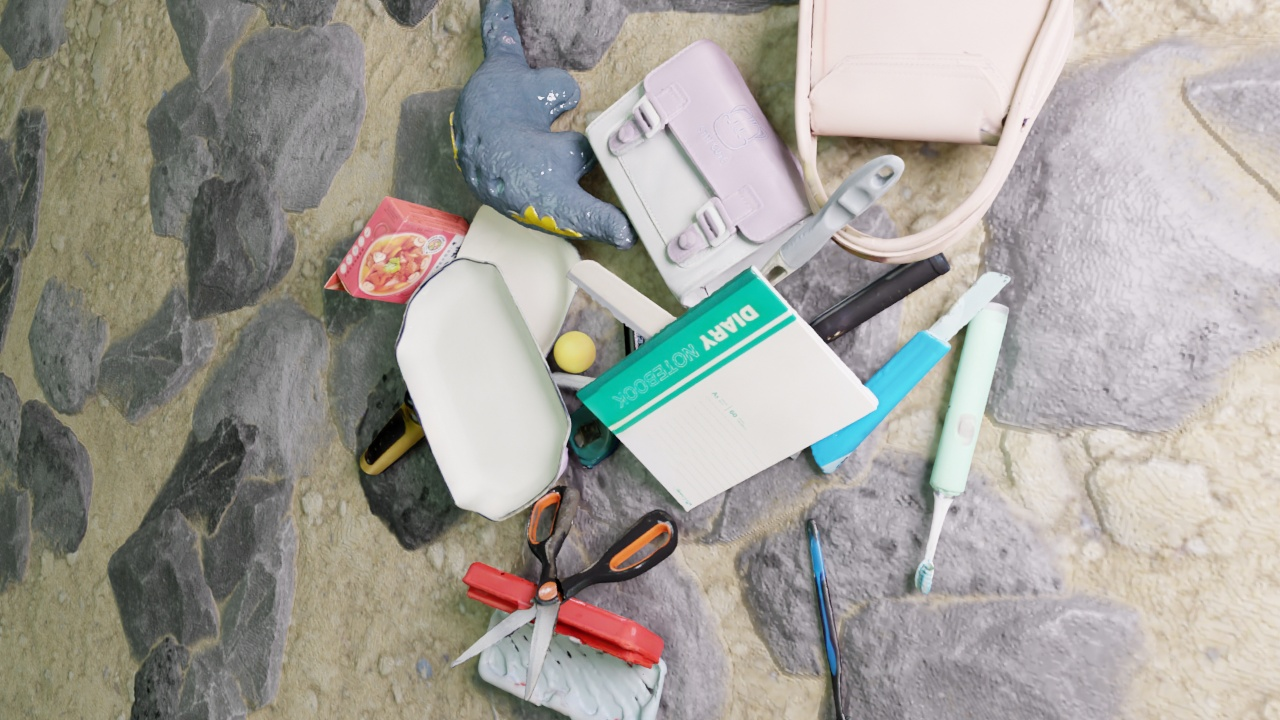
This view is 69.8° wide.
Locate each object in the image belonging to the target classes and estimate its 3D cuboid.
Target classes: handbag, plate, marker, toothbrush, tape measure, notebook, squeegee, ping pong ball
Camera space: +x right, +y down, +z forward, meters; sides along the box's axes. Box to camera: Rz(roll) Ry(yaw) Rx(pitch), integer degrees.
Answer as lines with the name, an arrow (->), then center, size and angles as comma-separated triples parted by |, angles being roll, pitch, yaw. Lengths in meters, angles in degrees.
handbag -> 0.057, -0.158, 0.789 | 0.145, 0.098, 0.197 | -36, 68, 20
plate -> -0.150, 0.025, 0.895 | 0.162, 0.034, 0.265 | -38, 65, 22
marker -> -0.005, 0.005, 0.858 | 0.022, 0.020, 0.132 | -7, 84, 31
toothbrush -> 0.237, 0.066, 0.690 | 0.026, 0.027, 0.224 | 13, 94, 4
plate -> -0.130, -0.068, 0.936 | 0.163, 0.034, 0.164 | 36, 106, 30
toothbrush -> 0.154, -0.028, 0.754 | 0.213, 0.026, 0.027 | -34, 34, 28
marker -> -0.037, 0.025, 0.862 | 0.145, 0.017, 0.017 | 7, 90, 45
handbag -> 0.200, -0.187, 0.676 | 0.193, 0.093, 0.234 | 11, 86, 29
tape measure -> -0.047, 0.068, 0.876 | 0.055, 0.025, 0.058 | -39, 68, 26
notebook -> 0.063, 0.031, 0.750 | 0.150, 0.012, 0.210 | 46, 126, -12
squeegee -> 0.107, -0.072, 0.695 | 0.246, 0.039, 0.247 | 38, 128, -8
toothbrush -> 0.154, 0.223, 0.743 | 0.014, 0.016, 0.189 | -18, 74, 40
ping pong ball -> -0.063, -0.008, 0.883 | 0.040, 0.040, 0.040 | -3, 85, 33

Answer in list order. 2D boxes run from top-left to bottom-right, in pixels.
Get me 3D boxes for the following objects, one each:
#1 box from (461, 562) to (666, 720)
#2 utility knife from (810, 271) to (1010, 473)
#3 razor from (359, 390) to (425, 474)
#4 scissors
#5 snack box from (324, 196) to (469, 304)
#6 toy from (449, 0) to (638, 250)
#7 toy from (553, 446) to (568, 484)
box -> -0.079, 0.269, 0.842 | 0.202, 0.112, 0.099 | 10, 67, 32
utility knife -> 0.203, 0.009, 0.708 | 0.210, 0.018, 0.034 | -51, 58, 28
razor -> -0.253, 0.071, 0.992 | 0.168, 0.067, 0.062 | -41, 66, 31
scissors -> -0.065, 0.188, 0.809 | 0.230, 0.022, 0.220 | -19, 36, 0
snack box -> -0.250, -0.102, 0.969 | 0.127, 0.113, 0.044 | -49, 64, 21
toy -> -0.116, -0.220, 0.896 | 0.138, 0.091, 0.356 | -30, 62, 13
toy -> -0.108, 0.077, 0.908 | 0.084, 0.039, 0.108 | -37, 66, 16
